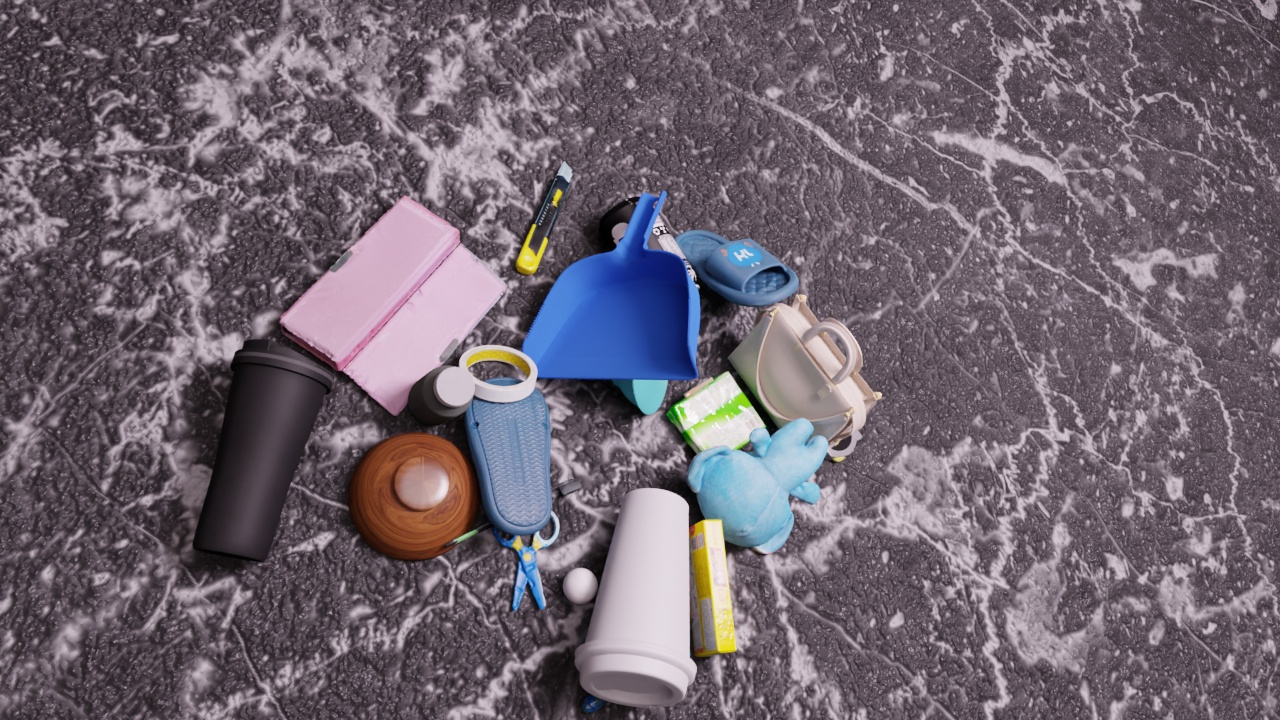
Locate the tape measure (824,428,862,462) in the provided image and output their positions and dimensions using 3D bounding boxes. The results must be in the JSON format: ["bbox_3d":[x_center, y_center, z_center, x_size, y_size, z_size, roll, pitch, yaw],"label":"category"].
[{"bbox_3d":[0.267,0.102,1.258,0.064,0.017,0.064,-33,83,-28],"label":"tape measure"}]

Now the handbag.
[{"bbox_3d":[0.217,0.008,1.163,0.101,0.198,0.194,-28,74,-25],"label":"handbag"}]

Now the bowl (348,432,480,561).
[{"bbox_3d":[-0.246,0.144,1.019,0.147,0.069,0.147,7,67,-18],"label":"bowl"}]

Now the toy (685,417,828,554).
[{"bbox_3d":[0.148,0.144,1.144,0.180,0.115,0.183,-47,112,-4],"label":"toy"}]

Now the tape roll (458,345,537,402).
[{"bbox_3d":[-0.171,0.015,1.100,0.094,0.019,0.093,10,32,-7],"label":"tape roll"}]

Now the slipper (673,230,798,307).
[{"bbox_3d":[0.125,-0.134,1.221,0.103,0.059,0.214,-22,40,-29],"label":"slipper"}]

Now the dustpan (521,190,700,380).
[{"bbox_3d":[-0.010,-0.099,1.127,0.059,0.246,0.257,53,48,-43],"label":"dustpan"}]

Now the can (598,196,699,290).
[{"bbox_3d":[0.011,-0.140,1.222,0.080,0.080,0.146,-27,81,-27],"label":"can"}]

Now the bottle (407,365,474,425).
[{"bbox_3d":[-0.225,0.039,1.043,0.060,0.109,0.060,6,76,-26],"label":"bottle"}]

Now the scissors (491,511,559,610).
[{"bbox_3d":[-0.122,0.229,1.067,0.097,0.020,0.132,-13,73,-21],"label":"scissors"}]

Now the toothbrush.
[{"bbox_3d":[-0.143,0.177,1.062,0.187,0.014,0.017,-23,67,-36],"label":"toothbrush"}]

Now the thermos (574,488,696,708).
[{"bbox_3d":[0.004,0.261,1.033,0.131,0.132,0.221,19,51,-13],"label":"thermos"}]

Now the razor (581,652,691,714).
[{"bbox_3d":[-0.009,0.359,1.053,0.140,0.018,0.044,-28,71,-24],"label":"razor"}]

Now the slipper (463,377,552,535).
[{"bbox_3d":[-0.156,0.109,1.069,0.103,0.059,0.213,8,51,-25],"label":"slipper"}]

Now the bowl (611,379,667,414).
[{"bbox_3d":[-0.007,0.007,1.163,0.046,0.121,0.121,2,62,23],"label":"bowl"}]

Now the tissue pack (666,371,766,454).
[{"bbox_3d":[0.100,0.075,1.197,0.113,0.034,0.099,-31,85,-28],"label":"tissue pack"}]

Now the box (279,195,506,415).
[{"bbox_3d":[-0.289,-0.073,1.103,0.180,0.051,0.232,37,62,-5],"label":"box"}]

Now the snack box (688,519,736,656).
[{"bbox_3d":[0.080,0.270,1.088,0.025,0.075,0.152,1,69,-18],"label":"snack box"}]

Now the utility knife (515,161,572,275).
[{"bbox_3d":[-0.125,-0.194,1.229,0.028,0.020,0.186,24,62,-12],"label":"utility knife"}]

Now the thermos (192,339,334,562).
[{"bbox_3d":[-0.402,0.096,0.968,0.105,0.106,0.218,15,70,-15],"label":"thermos"}]

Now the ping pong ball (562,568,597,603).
[{"bbox_3d":[-0.069,0.259,1.056,0.040,0.040,0.040,7,67,-18],"label":"ping pong ball"}]
